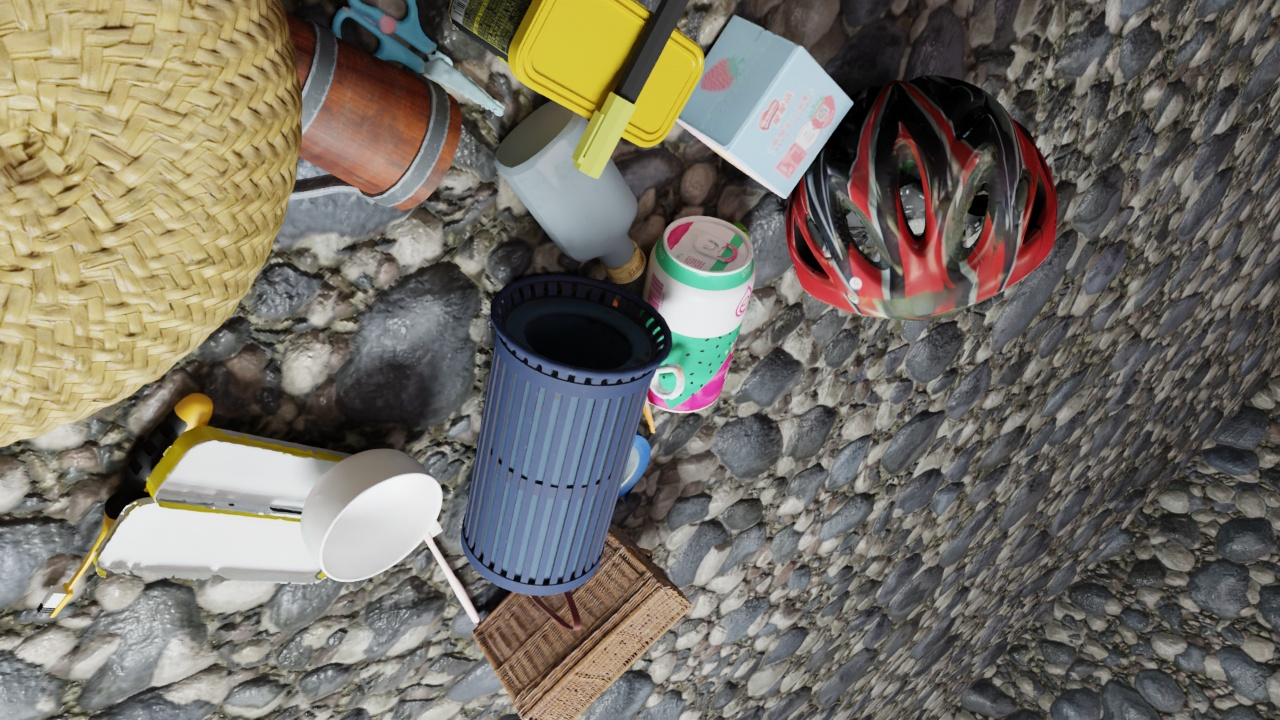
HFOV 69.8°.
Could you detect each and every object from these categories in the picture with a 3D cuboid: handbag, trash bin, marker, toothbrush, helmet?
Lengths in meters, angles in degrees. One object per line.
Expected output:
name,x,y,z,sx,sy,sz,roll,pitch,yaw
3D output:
handbag,-0.090,0.212,0.875,0.029,0.119,0.055,12,114,-46
trash bin,-0.071,0.070,0.760,0.139,0.139,0.250,-11,131,-35
marker,-0.005,-0.168,0.547,0.021,0.017,0.124,14,112,-47
toothbrush,-0.350,0.100,0.624,0.197,0.031,0.030,-52,145,8
toothbrush,-0.177,0.204,0.875,0.018,0.016,0.181,-35,139,-22
helmet,0.227,-0.136,0.766,0.218,0.271,0.167,-9,124,17

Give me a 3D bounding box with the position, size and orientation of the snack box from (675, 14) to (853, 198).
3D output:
snack box,0.094,-0.198,0.721,0.094,0.079,0.093,21,108,-50

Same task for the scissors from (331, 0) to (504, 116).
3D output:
scissors,-0.134,-0.190,0.582,0.136,0.015,0.056,28,100,-45

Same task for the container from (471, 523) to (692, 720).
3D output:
container,-0.060,0.265,0.938,0.198,0.113,0.114,-44,151,-2

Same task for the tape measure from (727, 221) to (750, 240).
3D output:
tape measure,0.073,-0.092,0.826,0.058,0.036,0.066,-22,134,-27

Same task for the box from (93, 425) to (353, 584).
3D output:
box,-0.279,0.115,0.681,0.127,0.023,0.209,-49,151,8

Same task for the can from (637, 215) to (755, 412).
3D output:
can,0.042,-0.036,0.790,0.088,0.088,0.166,-20,143,-28

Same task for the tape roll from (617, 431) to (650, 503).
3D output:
tape roll,-0.033,0.106,0.916,0.092,0.016,0.091,5,119,-43

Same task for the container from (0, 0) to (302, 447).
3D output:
container,-0.303,-0.110,0.362,0.306,0.196,0.308,-22,133,-26

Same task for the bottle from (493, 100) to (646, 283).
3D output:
bottle,-0.042,-0.117,0.697,0.072,0.046,0.161,-43,140,-4

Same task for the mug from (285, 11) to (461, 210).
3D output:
mug,-0.185,-0.135,0.542,0.118,0.081,0.111,-41,141,25

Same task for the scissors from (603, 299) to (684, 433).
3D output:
scissors,-0.004,0.005,0.789,0.011,0.129,0.125,-24,104,-31

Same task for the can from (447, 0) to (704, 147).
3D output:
can,-0.042,-0.204,0.581,0.130,0.101,0.073,15,112,-47

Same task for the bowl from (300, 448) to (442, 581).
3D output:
bowl,-0.207,0.111,0.693,0.104,0.054,0.105,-35,147,-27
